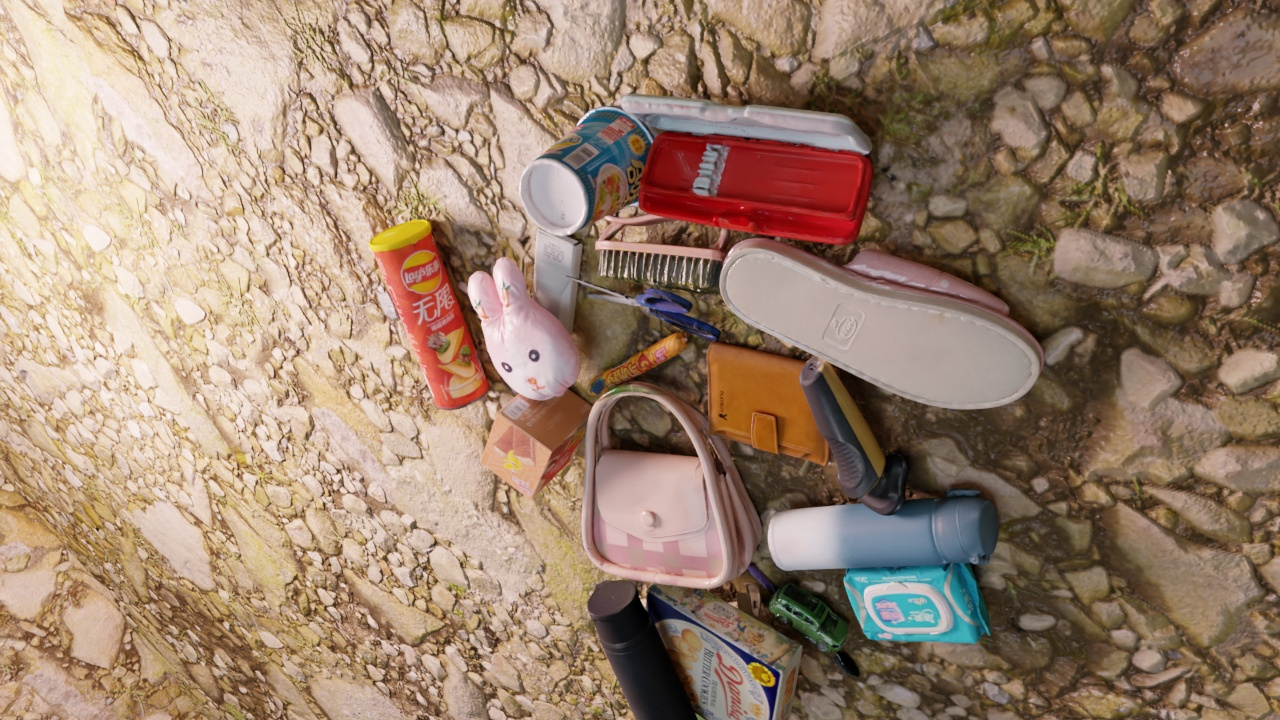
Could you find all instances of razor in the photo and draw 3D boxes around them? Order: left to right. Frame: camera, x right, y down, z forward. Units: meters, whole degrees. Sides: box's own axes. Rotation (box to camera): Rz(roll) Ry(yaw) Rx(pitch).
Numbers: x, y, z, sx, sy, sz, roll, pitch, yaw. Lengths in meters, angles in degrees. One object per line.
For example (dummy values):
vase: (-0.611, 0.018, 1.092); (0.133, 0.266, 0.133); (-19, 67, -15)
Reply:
razor: (0.194, 0.067, 0.840); (0.167, 0.067, 0.062); (58, 172, -20)

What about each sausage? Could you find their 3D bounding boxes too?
sausage: (-0.006, 0.006, 0.970); (0.166, 0.021, 0.021); (-29, 101, 43)

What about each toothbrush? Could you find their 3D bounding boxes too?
toothbrush: (0.180, 0.292, 1.044); (0.189, 0.014, 0.017); (45, 146, 1)

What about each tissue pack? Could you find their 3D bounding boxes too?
tissue pack: (0.275, 0.232, 0.912); (0.134, 0.050, 0.093); (-15, 110, 39)

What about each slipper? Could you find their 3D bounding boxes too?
slipper: (0.199, -0.038, 0.776); (0.274, 0.054, 0.114); (20, 133, 13)

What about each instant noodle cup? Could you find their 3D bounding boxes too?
instant noodle cup: (-0.049, -0.165, 0.824); (0.099, 0.109, 0.099); (17, 127, 24)

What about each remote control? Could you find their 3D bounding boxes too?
remote control: (-0.091, -0.080, 0.969); (0.049, 0.024, 0.125); (25, 130, 18)

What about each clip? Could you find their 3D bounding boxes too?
clip: (0.138, 0.308, 1.081); (0.035, 0.086, 0.104); (1, 92, 36)

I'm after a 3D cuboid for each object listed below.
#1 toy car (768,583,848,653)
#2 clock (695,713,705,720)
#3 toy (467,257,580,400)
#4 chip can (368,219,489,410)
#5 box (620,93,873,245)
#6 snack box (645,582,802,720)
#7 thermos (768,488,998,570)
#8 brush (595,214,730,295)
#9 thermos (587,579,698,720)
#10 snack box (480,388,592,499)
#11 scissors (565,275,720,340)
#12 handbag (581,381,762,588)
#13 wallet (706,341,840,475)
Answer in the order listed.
toy car: (0.187, 0.282, 1.011); (0.091, 0.043, 0.036); (33, 132, 11)
clock: (0.074, 0.443, 1.188); (0.116, 0.055, 0.162); (35, 133, 9)
toy: (-0.128, -0.029, 0.978); (0.122, 0.054, 0.159); (-22, 101, 45)
chip can: (-0.241, -0.049, 1.059); (0.073, 0.073, 0.217); (2, 120, 33)
box: (0.080, -0.156, 0.744); (0.201, 0.100, 0.095); (14, 92, 28)
snack box: (0.089, 0.349, 1.057); (0.183, 0.045, 0.178); (25, 134, 29)
thermos: (0.232, 0.167, 0.890); (0.221, 0.070, 0.070); (-14, 111, 39)
brush: (0.021, -0.104, 0.856); (0.146, 0.063, 0.073); (10, 96, 32)
thermos: (0.007, 0.361, 1.065); (0.090, 0.068, 0.243); (-136, 23, -67)
snack box: (-0.117, 0.086, 1.052); (0.077, 0.092, 0.095); (34, 133, 10)
scissors: (0.003, -0.056, 0.894); (0.162, 0.012, 0.163); (24, 171, -4)
handbag: (0.019, 0.129, 1.005); (0.194, 0.093, 0.234); (1, 113, 33)
wallet: (0.129, 0.046, 0.902); (0.131, 0.035, 0.119); (13, 119, 27)
